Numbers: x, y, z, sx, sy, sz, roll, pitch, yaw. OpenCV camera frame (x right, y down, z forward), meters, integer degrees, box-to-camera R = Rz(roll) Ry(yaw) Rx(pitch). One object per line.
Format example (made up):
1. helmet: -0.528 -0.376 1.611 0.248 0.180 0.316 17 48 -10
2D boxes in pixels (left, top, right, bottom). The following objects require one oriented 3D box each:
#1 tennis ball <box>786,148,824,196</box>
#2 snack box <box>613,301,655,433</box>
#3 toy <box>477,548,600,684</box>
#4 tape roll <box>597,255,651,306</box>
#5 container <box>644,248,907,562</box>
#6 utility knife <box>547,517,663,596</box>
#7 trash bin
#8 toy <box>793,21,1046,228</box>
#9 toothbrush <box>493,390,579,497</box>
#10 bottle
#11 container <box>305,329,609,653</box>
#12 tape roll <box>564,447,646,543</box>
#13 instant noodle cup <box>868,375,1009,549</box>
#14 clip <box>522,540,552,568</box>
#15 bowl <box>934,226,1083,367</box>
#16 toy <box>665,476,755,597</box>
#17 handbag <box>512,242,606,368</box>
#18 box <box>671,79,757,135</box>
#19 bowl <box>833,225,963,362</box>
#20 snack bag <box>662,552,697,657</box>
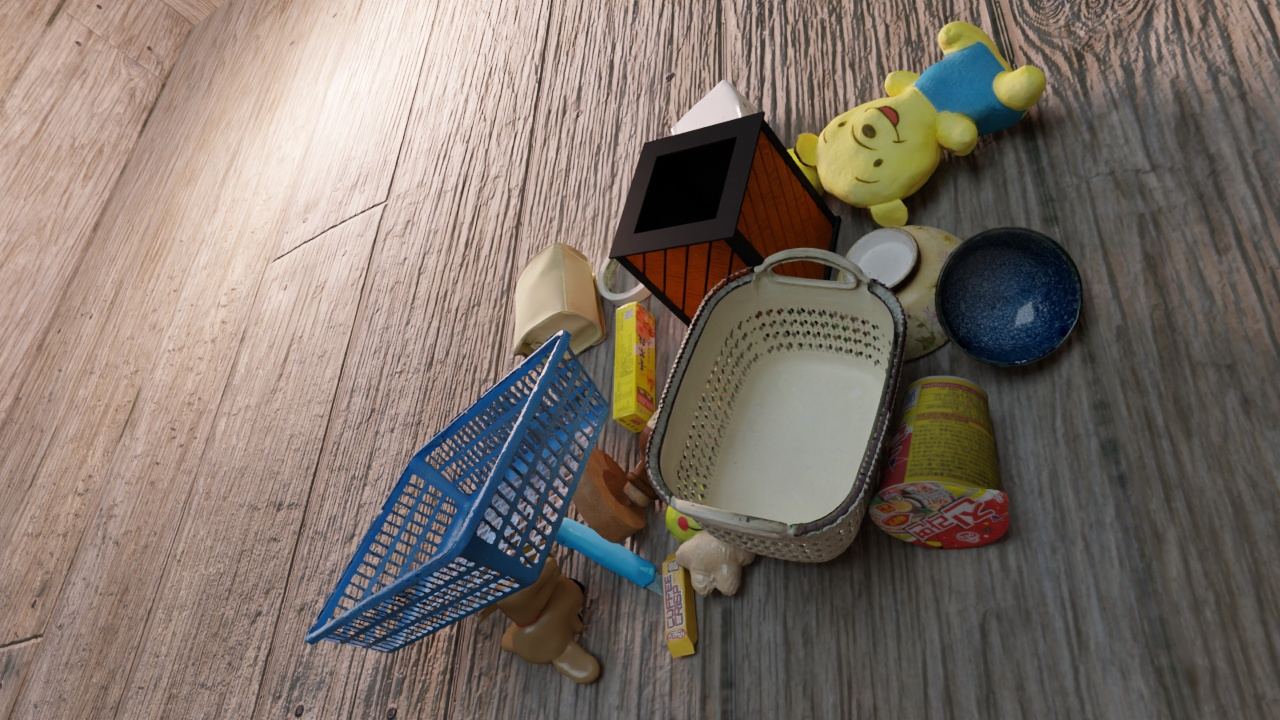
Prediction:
1. tennis ball: 0.165 -0.193 0.979 0.065 0.065 0.065 -21 50 28
2. snack box: -0.006 0.006 1.004 0.029 0.040 0.147 -21 51 28
3. toy: -0.100 0.240 0.881 0.134 0.108 0.105 5 43 42
4. tape roll: -0.009 -0.109 1.102 0.094 0.018 0.093 -22 50 28
5. container: 0.123 0.047 0.768 0.185 0.143 0.251 8 61 27
6. utility knife: -0.033 0.195 0.915 0.175 0.015 0.031 20 78 44
7. trash bin: 0.090 -0.123 0.916 0.140 0.171 0.139 -4 59 38
8. toy: 0.272 -0.226 0.902 0.214 0.084 0.148 -38 47 17
9. toothbrush: -0.122 0.096 1.060 0.167 0.013 0.013 -52 35 -1
10. bottle: 0.039 0.074 0.899 0.157 0.068 0.068 -53 43 -3
11. container: -0.175 0.152 0.906 0.363 0.089 0.256 -35 24 45
12. tape roll: -0.034 0.132 0.901 0.027 0.094 0.094 -36 45 15
13. instant noodle cup: 0.235 0.076 0.723 0.101 0.100 0.112 -13 46 33
14. clip: -0.117 0.216 0.964 0.054 0.047 0.046 -34 20 15
15. bowl: 0.298 -0.051 0.764 0.114 0.060 0.114 0 90 5
16. toy: 0.066 0.157 0.836 0.092 0.043 0.117 -10 58 18
17. handbag: -0.105 -0.065 1.112 0.111 0.081 0.119 -33 47 28
18. box: 0.106 -0.253 1.095 0.103 0.095 0.107 -41 37 26
19. bowl: 0.232 -0.076 0.844 0.145 0.063 0.145 -21 51 28
20. snack bag: 0.035 0.220 0.838 0.026 0.020 0.099 -24 49 27
